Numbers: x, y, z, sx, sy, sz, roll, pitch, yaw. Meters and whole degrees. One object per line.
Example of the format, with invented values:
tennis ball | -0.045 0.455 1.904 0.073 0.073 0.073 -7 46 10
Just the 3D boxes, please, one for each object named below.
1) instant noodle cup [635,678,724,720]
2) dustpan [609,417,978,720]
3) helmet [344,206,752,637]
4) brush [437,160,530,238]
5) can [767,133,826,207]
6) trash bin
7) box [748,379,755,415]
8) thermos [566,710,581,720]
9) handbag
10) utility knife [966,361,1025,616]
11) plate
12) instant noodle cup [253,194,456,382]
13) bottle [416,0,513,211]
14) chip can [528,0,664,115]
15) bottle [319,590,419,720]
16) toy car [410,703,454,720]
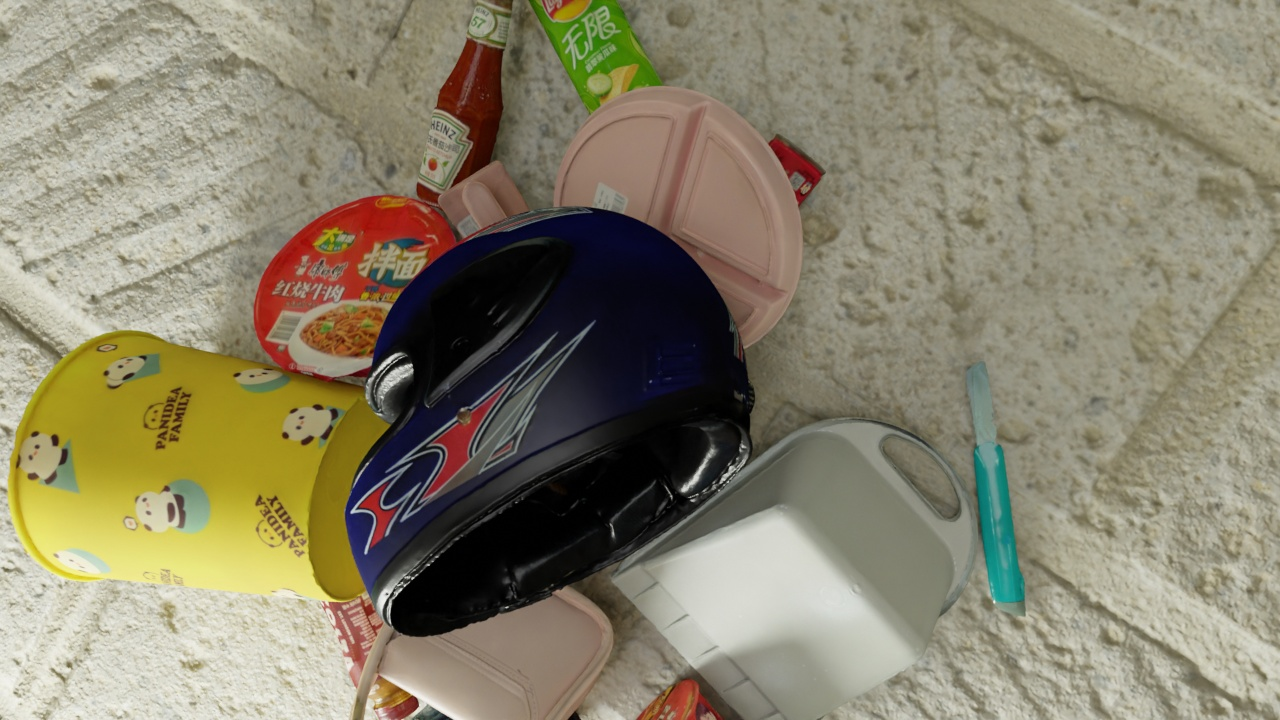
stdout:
instant noodle cup | 0.043 0.363 0.789 0.108 0.137 0.138 41 103 -1
dustpan | 0.150 0.176 0.790 0.222 0.142 0.259 47 131 -2
helmet | -0.083 0.024 0.678 0.315 0.247 0.240 -31 59 3
brush | -0.110 -0.095 0.795 0.063 0.073 0.145 -32 109 0
can | 0.093 -0.121 0.771 0.053 0.053 0.133 40 102 8
trash bin | -0.357 0.100 0.815 0.255 0.229 0.229 7 96 11
box | 0.046 0.081 0.804 0.068 0.051 0.164 19 100 -11
thermos | -0.122 0.368 0.852 0.143 0.093 0.093 -34 86 21
handbag | -0.150 0.279 0.783 0.193 0.094 0.233 27 57 9
utility knife | 0.294 0.108 0.761 0.029 0.013 0.218 -8 95 16
plate | 0.020 -0.102 0.743 0.230 0.028 0.230 17 123 28
instant noodle cup | -0.244 -0.055 0.824 0.194 0.066 0.193 -7 57 10
bottle | -0.146 -0.231 0.798 0.060 0.059 0.206 24 113 11
chip can | -0.027 -0.250 0.781 0.073 0.072 0.221 -29 87 14
bottle | -0.266 0.264 0.890 0.057 0.057 0.175 -23 89 14
toy car | -0.184 0.332 0.885 0.091 0.043 0.034 -41 57 11
